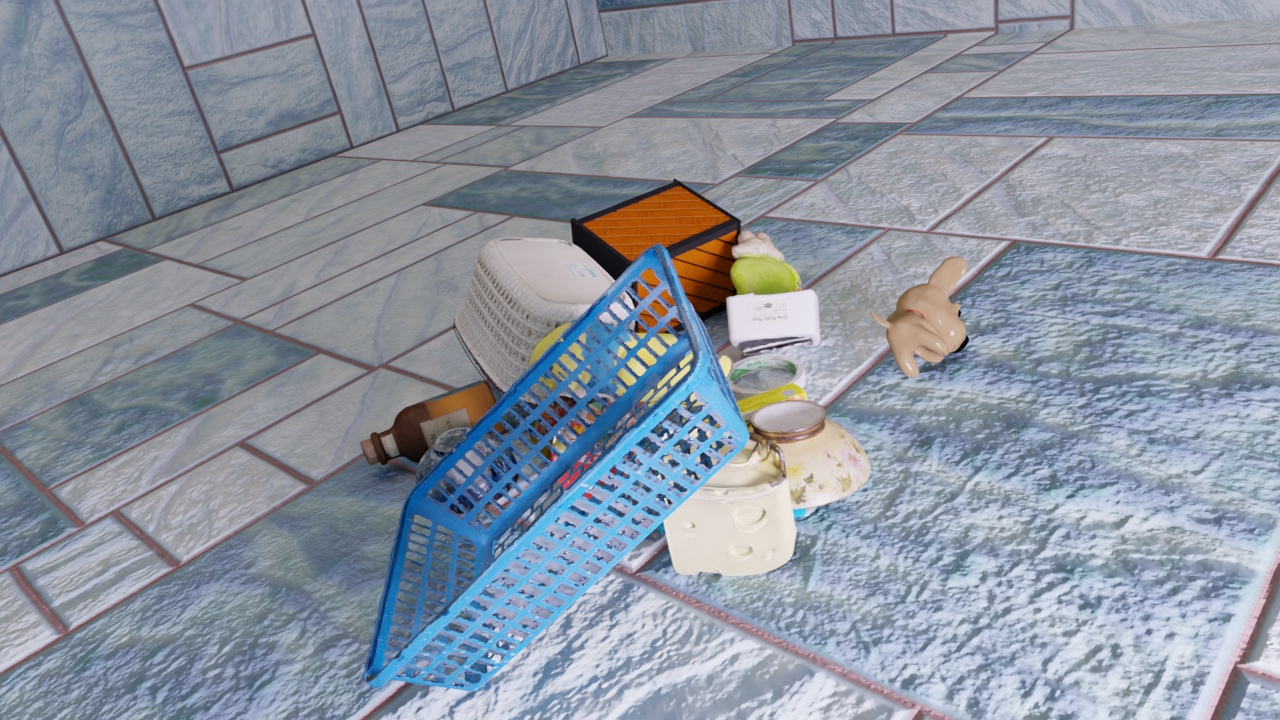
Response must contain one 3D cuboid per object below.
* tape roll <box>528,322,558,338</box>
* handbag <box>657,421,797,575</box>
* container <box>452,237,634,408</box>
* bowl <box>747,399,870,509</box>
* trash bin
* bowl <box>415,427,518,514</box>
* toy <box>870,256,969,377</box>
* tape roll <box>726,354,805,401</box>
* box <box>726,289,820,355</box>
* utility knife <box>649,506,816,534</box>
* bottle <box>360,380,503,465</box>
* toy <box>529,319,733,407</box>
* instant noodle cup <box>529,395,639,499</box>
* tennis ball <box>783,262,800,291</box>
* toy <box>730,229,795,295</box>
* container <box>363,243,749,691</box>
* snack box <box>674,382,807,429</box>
[{"bbox_3d":[-0.109,-0.032,1.263,0.094,0.027,0.093,-10,26,5],"label":"tape roll"},{"bbox_3d":[0.072,0.118,0.773,0.111,0.119,0.081,2,41,20],"label":"handbag"},{"bbox_3d":[-0.112,-0.048,1.112,0.184,0.143,0.251,-2,32,-32],"label":"container"},{"bbox_3d":[0.145,0.080,0.876,0.145,0.063,0.145,-9,20,3],"label":"bowl"},{"bbox_3d":[0.021,-0.129,1.233,0.171,0.140,0.140,-26,46,-26],"label":"trash bin"},{"bbox_3d":[-0.192,0.109,0.986,0.114,0.061,0.114,-10,28,5],"label":"bowl"},{"bbox_3d":[0.316,-0.040,1.029,0.106,0.134,0.108,43,45,7],"label":"toy"},{"bbox_3d":[0.143,0.022,1.060,0.094,0.018,0.093,-9,27,5],"label":"tape roll"},{"bbox_3d":[0.160,-0.027,1.094,0.107,0.095,0.102,-2,-10,13],"label":"box"},{"bbox_3d":[0.079,0.145,0.846,0.175,0.015,0.031,-7,24,7],"label":"utility knife"},{"bbox_3d":[-0.241,0.079,1.056,0.156,0.068,0.068,-21,28,-16],"label":"bottle"},{"bbox_3d":[-0.006,0.006,0.965,0.213,0.084,0.149,7,-1,-22],"label":"toy"},{"bbox_3d":[-0.068,0.080,0.959,0.100,0.100,0.112,-23,21,-21],"label":"instant noodle cup"},{"bbox_3d":[0.182,-0.100,1.228,0.065,0.065,0.065,-10,27,5],"label":"tennis ball"},{"bbox_3d":[0.152,-0.118,1.165,0.092,0.043,0.117,4,55,-21],"label":"toy"},{"bbox_3d":[-0.066,0.093,0.757,0.363,0.089,0.256,-45,22,15],"label":"container"},{"bbox_3d":[0.104,0.067,0.962,0.148,0.040,0.029,-18,27,-11],"label":"snack box"}]
